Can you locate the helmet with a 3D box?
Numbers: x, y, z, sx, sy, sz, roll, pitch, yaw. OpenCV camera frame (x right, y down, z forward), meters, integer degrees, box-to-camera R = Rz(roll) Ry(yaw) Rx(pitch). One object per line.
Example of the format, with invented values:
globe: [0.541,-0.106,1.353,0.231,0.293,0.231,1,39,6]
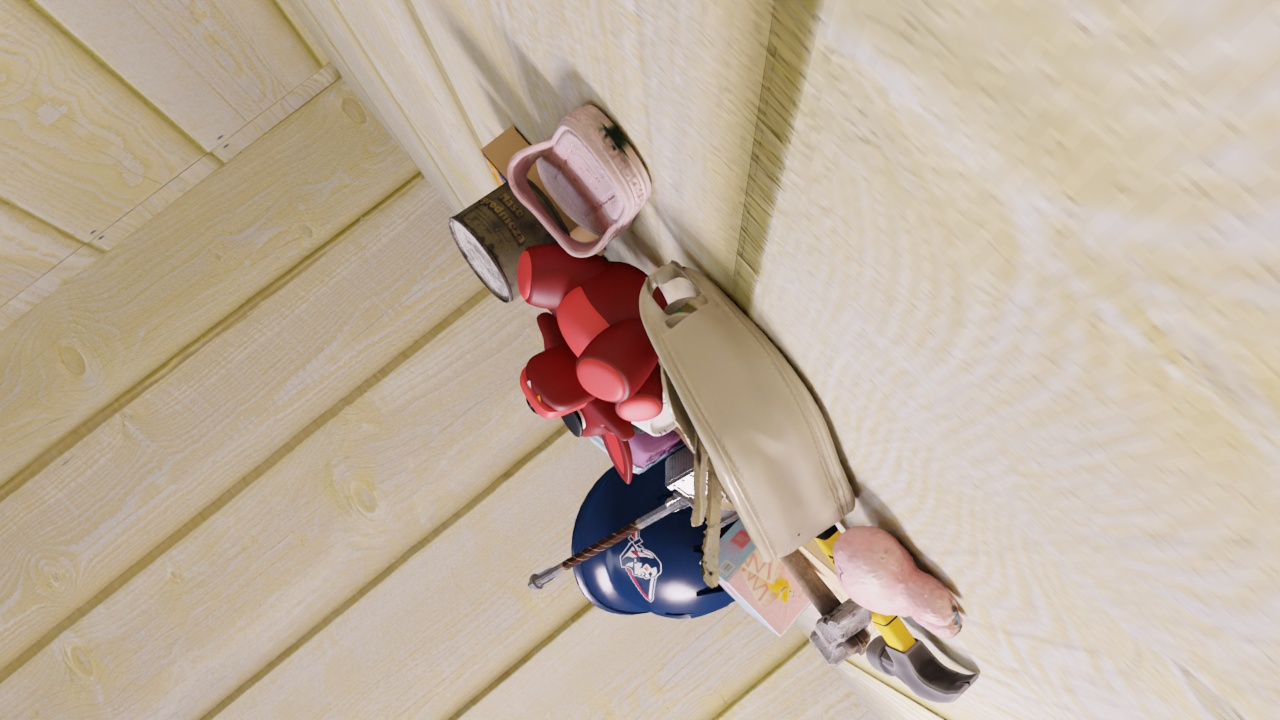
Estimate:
helmet: [0.040,0.227,1.187,0.223,0.271,0.232,-152,55,-63]

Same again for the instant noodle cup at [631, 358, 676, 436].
instant noodle cup: [-0.005,0.005,0.912,0.122,0.123,0.124,38,169,26]

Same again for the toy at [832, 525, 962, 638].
toy: [0.194,0.169,0.696,0.105,0.053,0.108,29,161,34]

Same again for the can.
can: [-0.113,-0.108,0.814,0.090,0.074,0.090,47,163,19]

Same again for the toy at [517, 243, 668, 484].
toy: [-0.043,0.003,0.785,0.158,0.120,0.198,51,151,23]

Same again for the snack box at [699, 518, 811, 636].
snack box: [0.137,0.243,1.044,0.095,0.079,0.093,47,170,-11]

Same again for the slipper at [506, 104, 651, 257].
slipper: [-0.051,-0.121,0.670,0.094,0.064,0.239,52,173,-9]

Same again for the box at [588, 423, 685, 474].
box: [0.016,0.070,1.008,0.076,0.033,0.213,40,-159,13]

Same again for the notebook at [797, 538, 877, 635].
notebook: [0.209,0.243,1.069,0.167,0.024,0.225,39,170,27]

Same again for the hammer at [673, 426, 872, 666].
hammer: [0.112,0.147,0.886,0.318,0.049,0.122,52,167,32]

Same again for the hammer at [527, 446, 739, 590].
hammer: [-0.020,0.201,1.069,0.098,0.323,0.044,39,-148,-28]

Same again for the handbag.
handbag: [0.057,0.056,0.691,0.184,0.132,0.229,56,176,25]

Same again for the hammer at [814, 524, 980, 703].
hammer: [0.191,0.185,0.853,0.324,0.034,0.170,55,166,-5]

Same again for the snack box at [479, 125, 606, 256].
snack box: [-0.094,-0.155,0.900,0.126,0.040,0.088,49,174,16]
